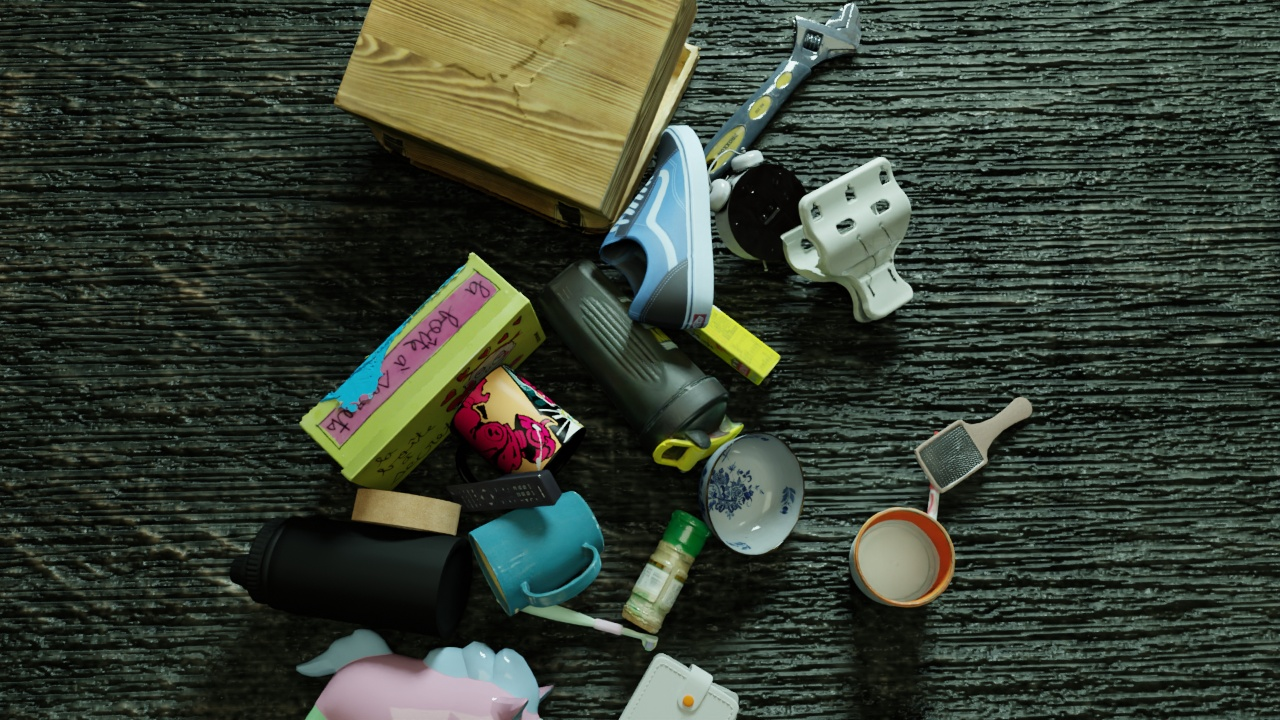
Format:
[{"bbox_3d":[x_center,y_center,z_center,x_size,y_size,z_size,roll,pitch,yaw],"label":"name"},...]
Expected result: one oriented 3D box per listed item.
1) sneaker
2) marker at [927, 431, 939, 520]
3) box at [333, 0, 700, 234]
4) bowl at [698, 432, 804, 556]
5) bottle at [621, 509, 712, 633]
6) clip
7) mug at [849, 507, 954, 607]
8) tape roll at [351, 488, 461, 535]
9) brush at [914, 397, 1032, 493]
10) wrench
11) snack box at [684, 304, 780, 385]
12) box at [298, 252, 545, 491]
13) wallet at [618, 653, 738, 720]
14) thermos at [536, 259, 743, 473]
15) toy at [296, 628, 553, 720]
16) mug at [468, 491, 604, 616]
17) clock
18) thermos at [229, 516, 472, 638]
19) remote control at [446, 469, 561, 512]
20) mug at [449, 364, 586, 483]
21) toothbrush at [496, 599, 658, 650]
[{"bbox_3d":[0.011,-0.139,0.879,0.098,0.084,0.240,4,57,-9],"label":"sneaker"},{"bbox_3d":[0.281,0.138,0.881,0.013,0.013,0.142,11,76,2],"label":"marker"},{"bbox_3d":[-0.112,-0.278,0.917,0.279,0.192,0.251,23,91,4],"label":"box"},{"bbox_3d":[0.095,0.122,0.855,0.114,0.045,0.114,-1,92,-32],"label":"bowl"},{"bbox_3d":[0.025,0.195,0.849,0.043,0.043,0.111,28,78,6],"label":"bottle"},{"bbox_3d":[0.209,-0.112,0.916,0.126,0.101,0.152,-29,114,-22],"label":"clip"},{"bbox_3d":[0.229,0.177,0.816,0.082,0.105,0.082,-3,74,9],"label":"mug"},{"bbox_3d":[-0.212,0.138,0.833,0.094,0.094,0.027,8,76,1],"label":"tape roll"},{"bbox_3d":[0.329,0.074,0.887,0.135,0.015,0.050,-30,85,-15],"label":"brush"},{"bbox_3d":[0.144,-0.285,0.978,0.073,0.022,0.273,40,78,1],"label":"wrench"},{"bbox_3d":[0.069,-0.033,0.906,0.148,0.040,0.029,38,79,8],"label":"snack box"},{"bbox_3d":[-0.195,0.018,0.849,0.079,0.124,0.220,40,77,11],"label":"box"},{"bbox_3d":[0.039,0.337,0.817,0.115,0.037,0.118,30,81,6],"label":"wallet"},{"bbox_3d":[-0.005,0.005,0.871,0.098,0.098,0.221,-39,76,-10],"label":"thermos"},{"bbox_3d":[-0.186,0.299,0.791,0.222,0.120,0.171,39,83,13],"label":"toy"},{"bbox_3d":[-0.083,0.175,0.821,0.104,0.112,0.084,-26,122,-20],"label":"mug"},{"bbox_3d":[0.113,-0.155,0.913,0.122,0.035,0.094,46,76,-20],"label":"clock"},{"bbox_3d":[-0.259,0.188,0.816,0.199,0.086,0.086,6,76,9],"label":"thermos"},{"bbox_3d":[-0.126,0.119,0.832,0.015,0.137,0.032,-42,112,-44],"label":"remote control"},{"bbox_3d":[-0.124,0.080,0.862,0.098,0.081,0.118,38,106,8],"label":"mug"},{"bbox_3d":[-0.059,0.240,0.849,0.155,0.022,0.015,15,51,4],"label":"toothbrush"}]
